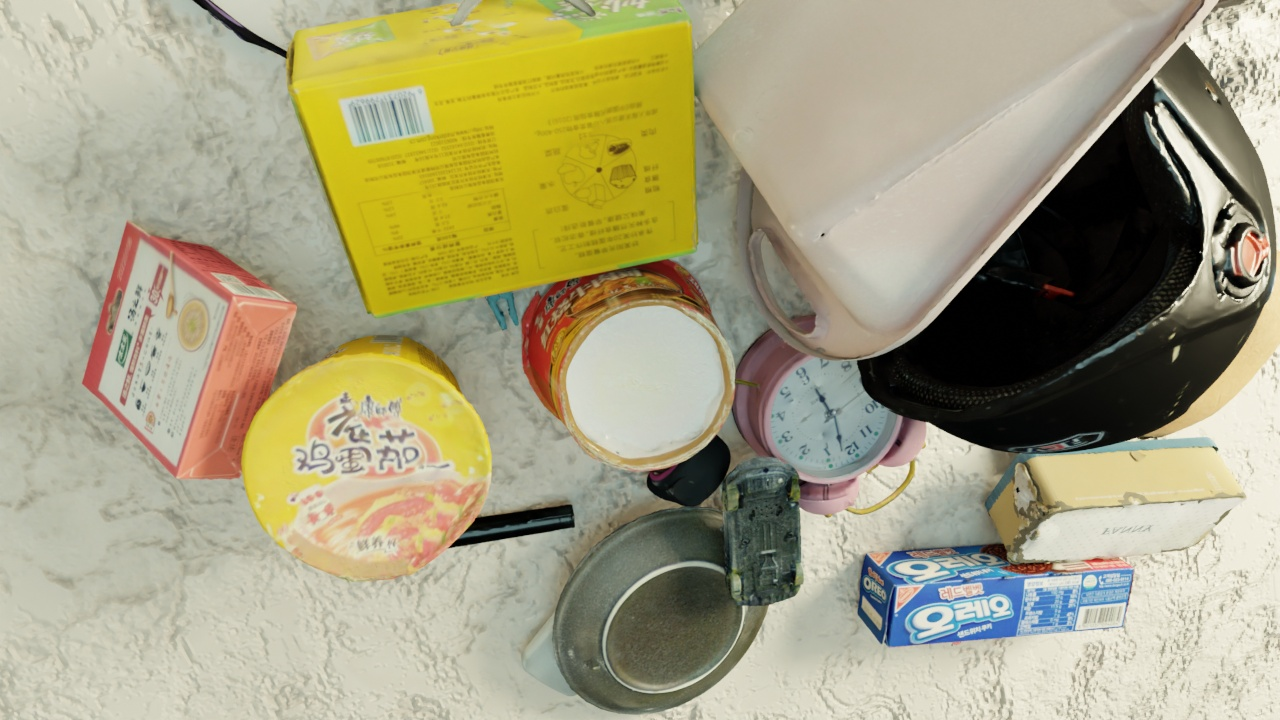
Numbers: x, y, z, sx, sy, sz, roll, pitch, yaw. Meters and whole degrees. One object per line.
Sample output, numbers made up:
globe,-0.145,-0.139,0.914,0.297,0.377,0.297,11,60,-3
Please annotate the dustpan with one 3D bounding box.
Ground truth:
dustpan,0.142,-0.137,0.502,0.274,0.222,0.138,-36,140,19

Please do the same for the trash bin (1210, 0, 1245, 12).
trash bin,0.374,-0.327,0.534,0.198,0.199,0.220,-17,101,-7

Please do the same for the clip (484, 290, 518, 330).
clip,-0.096,-0.047,0.611,0.038,0.013,0.055,-18,107,-5

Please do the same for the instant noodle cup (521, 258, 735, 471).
instant noodle cup,-0.004,0.003,0.593,0.138,0.108,0.138,-3,107,-10

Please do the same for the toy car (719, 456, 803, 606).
toy car,0.084,0.120,0.640,0.054,0.036,0.121,-8,118,-4

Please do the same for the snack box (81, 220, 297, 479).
snack box,-0.273,-0.008,0.551,0.044,0.127,0.113,5,110,-56

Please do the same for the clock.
clock,0.139,0.045,0.658,0.117,0.060,0.158,-36,110,2

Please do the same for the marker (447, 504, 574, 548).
marker,-0.112,0.120,0.651,0.132,0.022,0.020,-7,65,-9

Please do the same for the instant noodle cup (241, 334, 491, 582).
instant noodle cup,-0.165,0.049,0.574,0.138,0.110,0.138,-3,106,-11

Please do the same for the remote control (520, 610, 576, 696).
remote control,-0.031,0.188,0.686,0.056,0.020,0.136,36,94,-20

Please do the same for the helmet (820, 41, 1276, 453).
helmet,0.245,-0.057,0.549,0.230,0.234,0.274,34,60,-26

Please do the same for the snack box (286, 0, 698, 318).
snack box,-0.075,-0.122,0.533,0.210,0.070,0.158,-13,134,-7

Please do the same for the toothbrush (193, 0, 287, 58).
toothbrush,-0.250,-0.203,0.537,0.189,0.014,0.017,35,109,-18

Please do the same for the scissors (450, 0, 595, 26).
scissors,-0.074,-0.235,0.510,0.162,0.175,0.012,26,145,15

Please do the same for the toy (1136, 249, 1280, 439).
toy,0.388,0.002,0.687,0.143,0.082,0.226,28,103,-17

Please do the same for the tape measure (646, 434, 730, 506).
tape measure,0.033,0.072,0.646,0.039,0.057,0.057,39,77,-19

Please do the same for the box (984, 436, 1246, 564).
box,0.366,0.107,0.703,0.184,0.059,0.090,-2,139,-13

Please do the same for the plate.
plate,0.023,0.192,0.679,0.179,0.024,0.180,-8,114,-19

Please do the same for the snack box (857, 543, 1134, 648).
snack box,0.279,0.182,0.724,0.207,0.058,0.057,-2,106,-11
